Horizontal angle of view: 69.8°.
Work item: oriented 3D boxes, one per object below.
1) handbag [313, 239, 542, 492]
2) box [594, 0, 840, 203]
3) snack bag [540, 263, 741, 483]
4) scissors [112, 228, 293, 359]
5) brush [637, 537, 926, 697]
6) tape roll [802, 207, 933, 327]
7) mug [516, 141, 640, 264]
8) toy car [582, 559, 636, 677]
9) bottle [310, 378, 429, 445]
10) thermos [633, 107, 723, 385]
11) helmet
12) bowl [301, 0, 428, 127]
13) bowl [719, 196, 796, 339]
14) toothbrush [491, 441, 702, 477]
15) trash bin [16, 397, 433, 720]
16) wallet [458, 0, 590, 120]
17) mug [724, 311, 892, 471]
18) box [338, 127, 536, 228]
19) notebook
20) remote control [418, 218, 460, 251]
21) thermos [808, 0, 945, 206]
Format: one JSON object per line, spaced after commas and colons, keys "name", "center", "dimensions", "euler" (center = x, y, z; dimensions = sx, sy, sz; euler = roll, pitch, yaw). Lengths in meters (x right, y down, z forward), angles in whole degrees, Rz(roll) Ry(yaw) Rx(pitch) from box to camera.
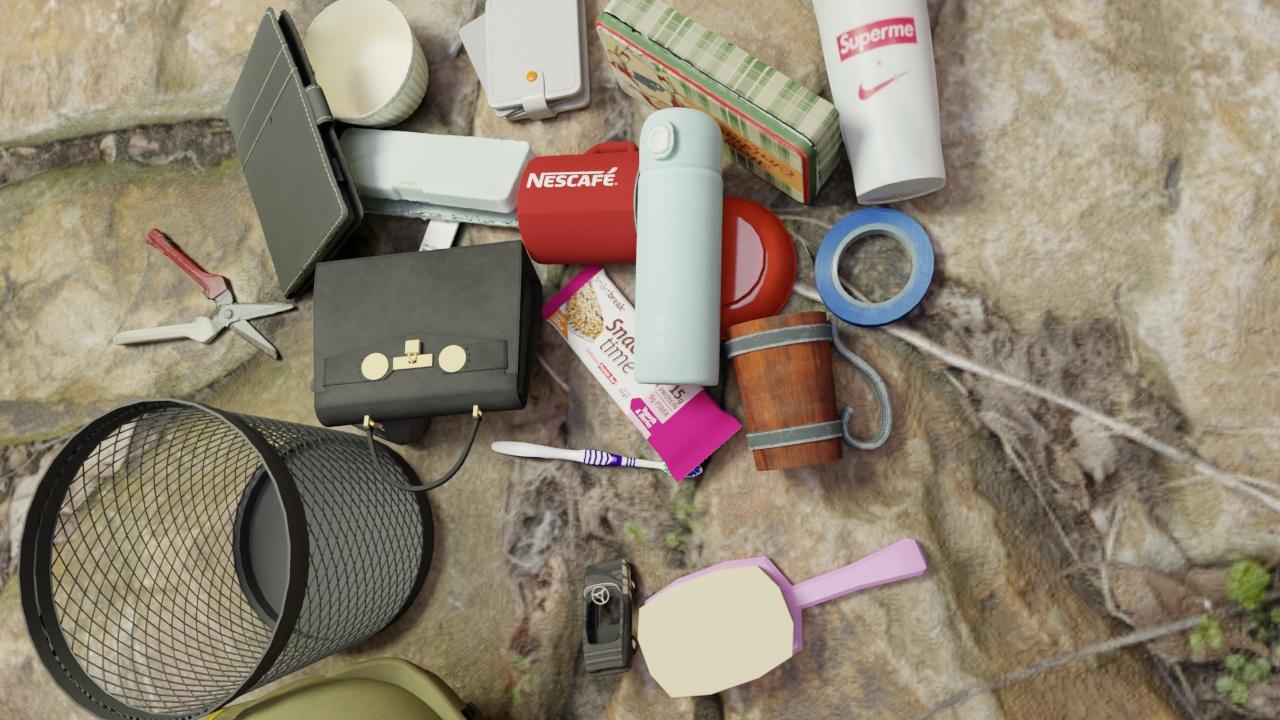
{"name": "handbag", "center": [-0.174, 0.013, 0.739], "dimensions": [0.176, 0.072, 0.195], "euler": [-6, 62, 7]}
{"name": "box", "center": [0.062, -0.208, 0.723], "dimensions": [0.205, 0.117, 0.050], "euler": [36, 91, 14]}
{"name": "snack bag", "center": [-0.005, 0.004, 0.760], "dimensions": [0.070, 0.016, 0.196], "euler": [-41, 70, 4]}
{"name": "scissors", "center": [-0.433, -0.051, 0.889], "dimensions": [0.179, 0.015, 0.198], "euler": [-36, 77, 7]}
{"name": "brush", "center": [0.107, 0.188, 0.704], "dimensions": [0.229, 0.043, 0.089], "euler": [-23, 78, 12]}
{"name": "tape roll", "center": [0.184, -0.073, 0.726], "dimensions": [0.093, 0.016, 0.091], "euler": [-23, 79, 11]}
{"name": "mug", "center": [-0.039, -0.138, 0.765], "dimensions": [0.097, 0.080, 0.116], "euler": [0, 55, 15]}
{"name": "toy car", "center": [-0.027, 0.201, 0.727], "dimensions": [0.040, 0.037, 0.092], "euler": [-14, 48, 14]}
{"name": "bottle", "center": [-0.242, 0.038, 0.812], "dimensions": [0.112, 0.047, 0.047], "euler": [20, 89, 16]}
{"name": "thermos", "center": [0.029, -0.085, 0.700], "dimensions": [0.065, 0.077, 0.207], "euler": [0, 87, 30]}
{"name": "helmet", "center": [-0.206, 0.331, 0.650], "dimensions": [0.233, 0.255, 0.250], "euler": [-44, 79, 10]}
{"name": "bowl", "center": [-0.245, -0.265, 0.838], "dimensions": [0.115, 0.062, 0.115], "euler": [-2, 84, 15]}
{"name": "bowl", "center": [0.065, -0.079, 0.749], "dimensions": [0.122, 0.035, 0.122], "euler": [-2, 83, 15]}
{"name": "toothbrush", "center": [-0.040, 0.081, 0.769], "dimensions": [0.187, 0.016, 0.015], "euler": [5, 79, 15]}
{"name": "trash bin", "center": [-0.300, 0.146, 0.720], "dimensions": [0.218, 0.227, 0.217], "euler": [-2, 83, 14]}
{"name": "wallet", "center": [-0.106, -0.271, 0.815], "dimensions": [0.115, 0.037, 0.118], "euler": [-6, 79, 14]}
{"name": "mug", "center": [0.130, 0.022, 0.705], "dimensions": [0.117, 0.081, 0.111], "euler": [-9, 85, -5]}
{"name": "box", "center": [-0.187, -0.167, 0.815], "dimensions": [0.199, 0.067, 0.083], "euler": [8, 90, 20]}
{"name": "notebook", "center": [-0.317, -0.183, 0.826], "dimensions": [0.170, 0.029, 0.209], "euler": [-32, 78, 44]}
{"name": "remote control", "center": [-0.195, -0.071, 0.829], "dimensions": [0.028, 0.011, 0.124], "euler": [20, 89, 16]}
{"name": "thermos", "center": [0.187, -0.237, 0.707], "dimensions": [0.099, 0.099, 0.220], "euler": [-10, 86, 13]}
